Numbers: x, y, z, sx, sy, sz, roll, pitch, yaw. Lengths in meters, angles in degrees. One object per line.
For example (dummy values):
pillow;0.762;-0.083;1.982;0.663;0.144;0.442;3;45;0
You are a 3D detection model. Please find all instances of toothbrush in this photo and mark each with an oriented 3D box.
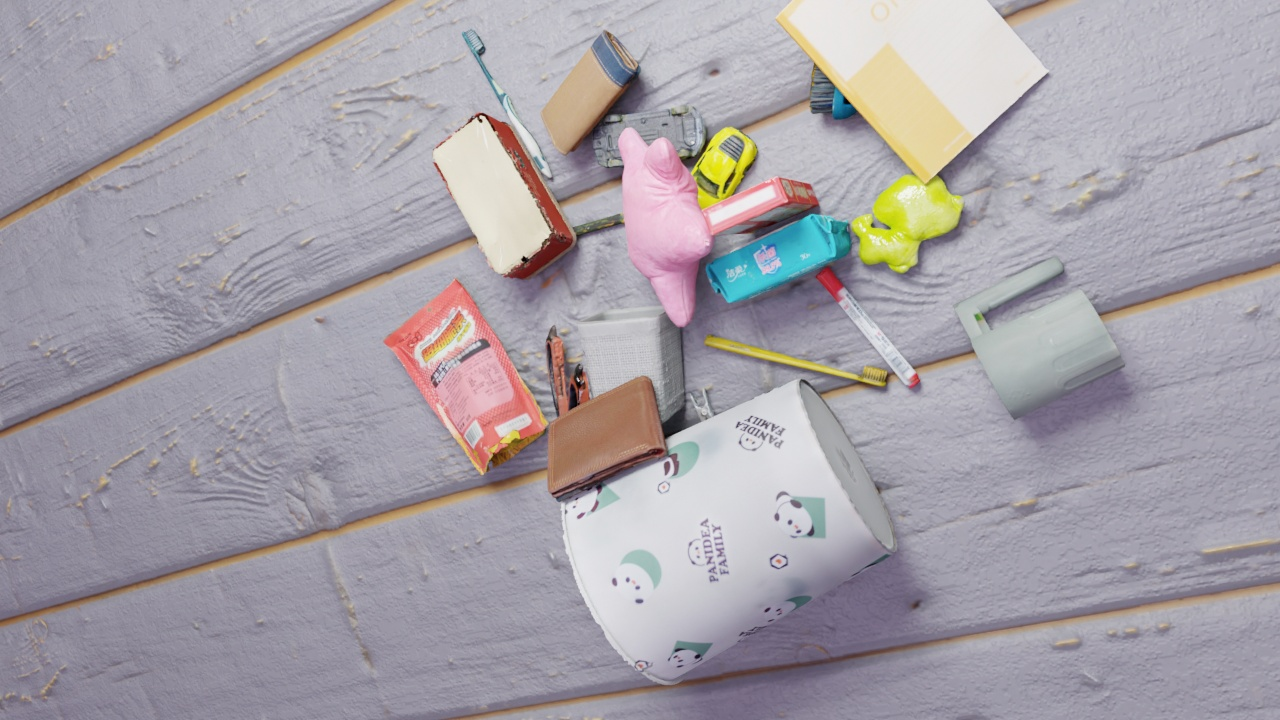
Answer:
toothbrush;0.157;-0.003;0.941;0.190;0.015;0.016;14;99;19
toothbrush;-0.081;-0.140;1.008;0.186;0.017;0.012;-12;84;23
toothbrush;-0.144;-0.284;1.010;0.018;0.016;0.191;-31;87;12

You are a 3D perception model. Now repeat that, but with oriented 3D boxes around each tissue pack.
tissue pack;0.138;-0.101;0.889;0.134;0.093;0.050;-23;89;22

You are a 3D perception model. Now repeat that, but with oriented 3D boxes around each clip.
clip;0.071;0.058;0.980;0.036;0.025;0.058;-24;83;14

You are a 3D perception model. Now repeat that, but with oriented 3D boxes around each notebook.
notebook;0.243;-0.283;0.822;0.146;0.010;0.206;-43;98;10

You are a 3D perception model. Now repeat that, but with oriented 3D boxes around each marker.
marker;0.225;-0.033;0.909;0.017;0.017;0.145;-41;84;22

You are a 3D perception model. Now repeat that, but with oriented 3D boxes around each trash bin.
trash bin;0.091;0.156;0.889;0.252;0.229;0.229;-30;87;18

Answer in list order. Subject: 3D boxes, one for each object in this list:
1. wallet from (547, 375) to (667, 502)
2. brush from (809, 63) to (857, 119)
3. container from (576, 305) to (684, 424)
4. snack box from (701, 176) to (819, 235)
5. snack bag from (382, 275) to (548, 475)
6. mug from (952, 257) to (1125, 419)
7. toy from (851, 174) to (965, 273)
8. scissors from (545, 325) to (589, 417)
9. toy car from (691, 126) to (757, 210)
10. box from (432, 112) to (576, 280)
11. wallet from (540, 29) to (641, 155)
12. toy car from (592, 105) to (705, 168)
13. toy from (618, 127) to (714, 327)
wallet;-0.035;0.077;0.890;0.125;0.101;0.032;-26;126;16
brush;0.202;-0.296;0.852;0.073;0.055;0.144;14;103;20
container;-0.006;0.006;0.967;0.090;0.090;0.114;-3;101;22
snack box;0.115;-0.143;0.859;0.075;0.152;0.025;-22;90;23
snack bag;-0.200;0.020;1.060;0.129;0.073;0.208;-39;79;18
mug;0.358;-0.023;0.833;0.104;0.083;0.123;-29;63;22
toy;0.252;-0.134;0.874;0.097;0.031;0.100;18;105;19
scissors;-0.079;0.071;1.009;0.227;0.015;0.188;108;148;-51
toy car;0.075;-0.186;0.933;0.048;0.032;0.105;38;112;11
box;-0.152;-0.175;0.985;0.091;0.078;0.168;-33;79;18
wallet;-0.054;-0.276;0.948;0.115;0.033;0.090;-46;43;21
toy car;0.008;-0.230;0.948;0.121;0.036;0.054;-3;97;19
toy;0.027;-0.124;0.887;0.074;0.178;0.195;-17;116;-14
